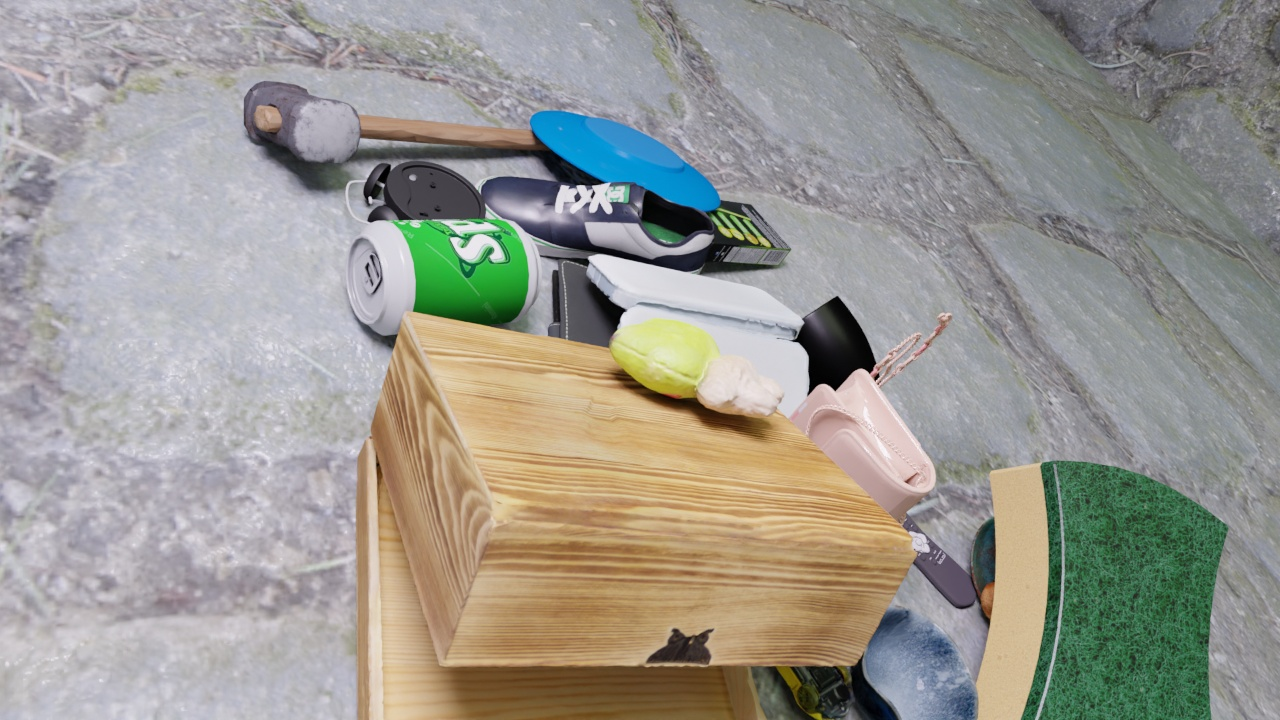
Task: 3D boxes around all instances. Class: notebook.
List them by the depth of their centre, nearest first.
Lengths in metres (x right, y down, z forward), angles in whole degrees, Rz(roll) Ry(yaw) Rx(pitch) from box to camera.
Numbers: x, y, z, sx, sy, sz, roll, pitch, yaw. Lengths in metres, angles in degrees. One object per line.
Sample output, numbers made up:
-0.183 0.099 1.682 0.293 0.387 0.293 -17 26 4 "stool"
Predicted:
-0.005 0.005 0.822 0.169 0.030 0.208 17 40 -24 "notebook"

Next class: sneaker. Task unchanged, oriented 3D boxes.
-0.043 -0.142 0.875 0.235 0.079 0.084 14 54 -8 "sneaker"

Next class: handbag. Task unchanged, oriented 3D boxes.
0.205 0.076 0.768 0.186 0.199 0.116 -19 64 -36 "handbag"

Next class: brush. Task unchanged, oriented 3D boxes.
0.383 0.220 0.766 0.195 0.075 0.249 20 71 -16 "brush"

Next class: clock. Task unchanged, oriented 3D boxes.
-0.197 -0.132 0.804 0.120 0.043 0.091 5 49 -32 "clock"
0.364 0.211 0.848 0.121 0.073 0.157 34 60 -9 "clock"

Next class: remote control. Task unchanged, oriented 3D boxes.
0.265 0.179 0.858 0.124 0.009 0.046 46 41 11 "remote control"

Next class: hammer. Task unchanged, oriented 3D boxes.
-0.203 -0.216 0.868 0.098 0.052 0.327 26 23 36 "hammer"

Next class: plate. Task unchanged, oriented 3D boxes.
-0.010 -0.227 0.994 0.224 0.024 0.224 21 26 -11 "plate"

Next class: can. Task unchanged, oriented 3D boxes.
-0.156 -0.069 0.737 0.139 0.088 0.087 -9 57 -40 "can"

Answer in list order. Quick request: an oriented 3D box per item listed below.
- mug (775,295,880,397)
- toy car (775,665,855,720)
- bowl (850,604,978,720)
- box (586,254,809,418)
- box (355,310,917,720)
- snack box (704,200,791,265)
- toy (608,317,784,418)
0.179 0.008 0.920 0.118 0.085 0.100 -32 85 -17 "mug"
0.120 0.223 0.695 0.049 0.030 0.107 -9 56 -42 "toy car"
0.202 0.250 0.708 0.110 0.055 0.110 19 42 -19 "bowl"
0.059 -0.023 0.822 0.210 0.084 0.185 11 45 -29 "box"
-0.036 0.121 0.608 0.278 0.221 0.258 9 24 -29 "box"
0.096 -0.144 1.018 0.147 0.025 0.080 -4 49 -48 "snack box"
0.038 0.006 0.602 0.115 0.046 0.092 25 13 12 "toy"
